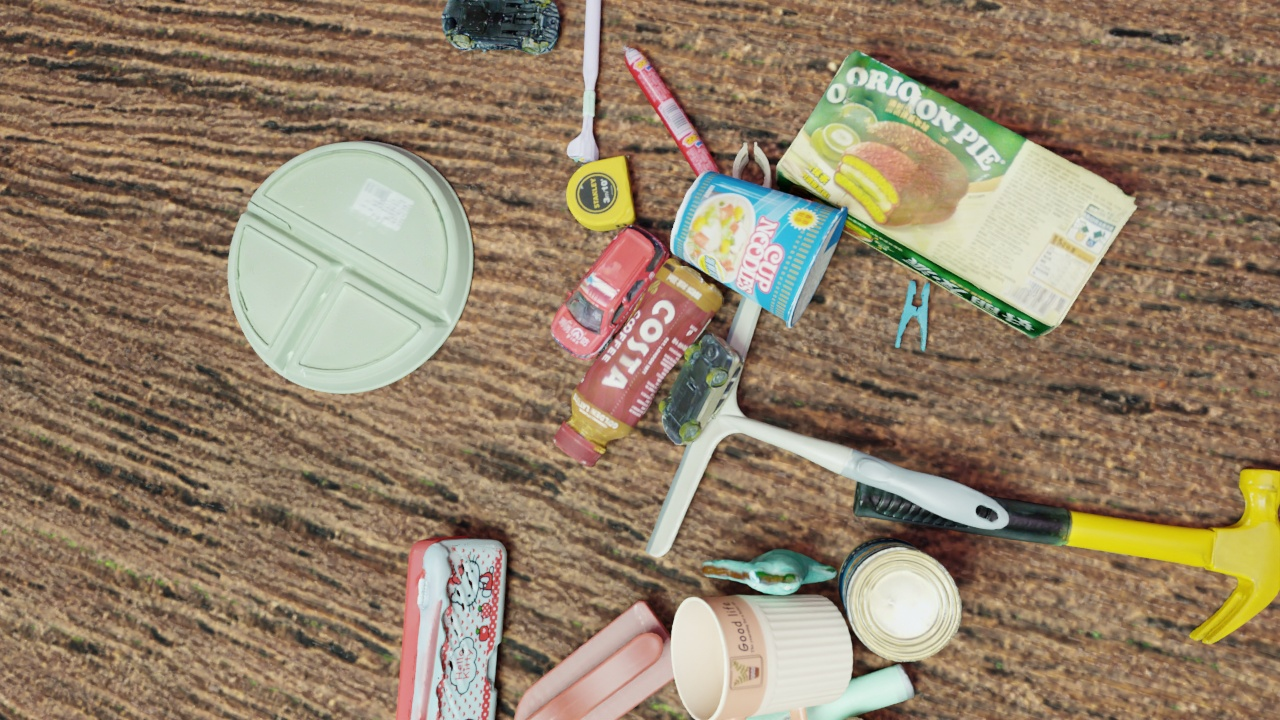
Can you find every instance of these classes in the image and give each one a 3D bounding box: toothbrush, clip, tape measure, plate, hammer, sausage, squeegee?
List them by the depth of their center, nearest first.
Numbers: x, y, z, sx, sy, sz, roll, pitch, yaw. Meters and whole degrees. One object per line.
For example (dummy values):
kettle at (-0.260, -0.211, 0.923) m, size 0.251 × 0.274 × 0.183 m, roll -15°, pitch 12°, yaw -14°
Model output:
hammer at (0.312, 0.124, 0.677) m, size 0.301 × 0.033 × 0.128 m, roll 8°, pitch 83°, yaw 10°
squeegee at (0.146, 0.074, 0.680) m, size 0.247 × 0.039 × 0.246 m, roll 20°, pitch 86°, yaw 24°
toothbrush at (0.097, 0.276, 0.698) m, size 0.224 × 0.027 × 0.026 m, roll -20°, pitch 91°, yaw 7°
clip at (0.215, -0.036, 0.723) m, size 0.041 × 0.014 × 0.056 m, roll 7°, pitch 84°, yaw 10°
clip at (0.095, -0.126, 0.745) m, size 0.064 × 0.034 × 0.098 m, roll -4°, pitch 88°, yaw 8°
tape measure at (-0.032, -0.137, 0.770) m, size 0.057 × 0.029 × 0.060 m, roll -10°, pitch 82°, yaw 7°
sausage at (0.027, -0.206, 0.773) m, size 0.020 × 0.020 × 0.156 m, roll -32°, pitch 79°, yaw 4°
toothbrush at (-0.043, -0.263, 0.793) m, size 0.029 × 0.021 × 0.189 m, roll 7°, pitch 81°, yaw -28°
plate at (-0.260, -0.086, 0.804) m, size 0.230 × 0.027 × 0.230 m, roll -1°, pitch 83°, yaw 9°

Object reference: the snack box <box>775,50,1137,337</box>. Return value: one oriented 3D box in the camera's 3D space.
snack box at (0.234, -0.127, 0.705) m, size 0.240 × 0.063 × 0.114 m, roll 32°, pitch 89°, yaw 12°

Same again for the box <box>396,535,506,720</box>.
box at (-0.145, 0.239, 0.711) m, size 0.068 × 0.090 × 0.201 m, roll 2°, pitch 83°, yaw 18°

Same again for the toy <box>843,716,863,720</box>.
toy at (0.101, 0.351, 0.666) m, size 0.226 × 0.082 × 0.143 m, roll -19°, pitch 76°, yaw 10°

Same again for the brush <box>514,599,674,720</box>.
brush at (-0.038, 0.251, 0.703) m, size 0.146 × 0.069 × 0.063 m, roll -38°, pitch 78°, yaw 3°

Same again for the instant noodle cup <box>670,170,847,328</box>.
instant noodle cup at (0.085, -0.091, 0.693) m, size 0.110 × 0.099 × 0.099 m, roll 26°, pitch 88°, yaw 14°

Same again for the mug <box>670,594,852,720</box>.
mug at (0.088, 0.224, 0.654) m, size 0.105 × 0.082 × 0.114 m, roll 3°, pitch 67°, yaw -24°

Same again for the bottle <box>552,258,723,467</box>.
bottle at (-0.004, 0.004, 0.733) m, size 0.057 × 0.057 × 0.175 m, roll 35°, pitch 90°, yaw 12°

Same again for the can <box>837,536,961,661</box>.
can at (0.182, 0.167, 0.654) m, size 0.075 × 0.111 × 0.075 m, roll -1°, pitch 83°, yaw 10°

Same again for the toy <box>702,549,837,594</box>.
toy at (0.096, 0.156, 0.681) m, size 0.096 × 0.092 × 0.030 m, roll 2°, pitch 82°, yaw 13°

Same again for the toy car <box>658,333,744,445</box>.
toy car at (0.047, 0.025, 0.718) m, size 0.091 × 0.035 × 0.042 m, roll -63°, pitch 39°, yaw 21°

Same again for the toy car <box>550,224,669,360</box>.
toy car at (-0.027, -0.057, 0.752) m, size 0.053 × 0.045 × 0.120 m, roll 36°, pitch 92°, yaw 13°

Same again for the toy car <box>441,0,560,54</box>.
toy car at (-0.122, -0.294, 0.802) m, size 0.105 × 0.031 × 0.049 m, roll 8°, pitch 84°, yaw 9°
